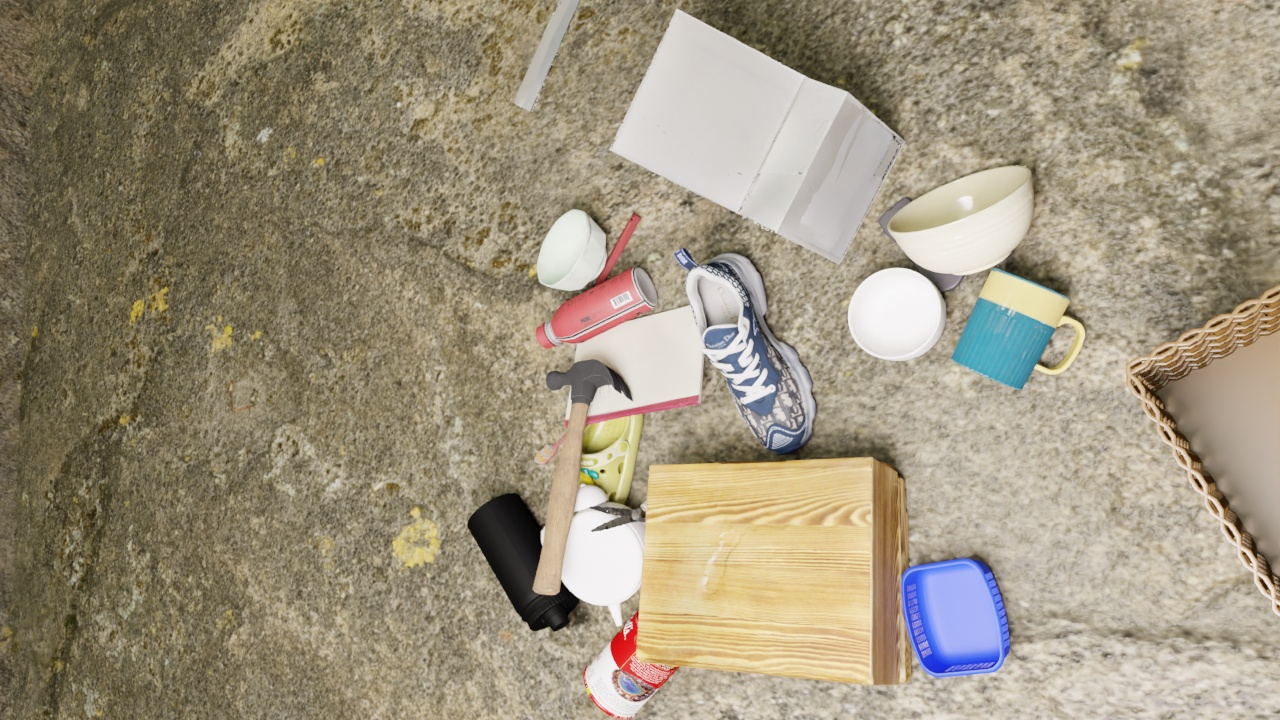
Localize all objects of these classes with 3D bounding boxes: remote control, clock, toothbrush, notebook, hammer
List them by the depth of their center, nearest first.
[{"bbox_3d":[0.324,-0.131,1.052,0.047,0.009,0.124,-42,64,23],"label":"remote control"},{"bbox_3d":[-0.088,0.143,1.168,0.133,0.040,0.304,-10,59,36],"label":"hammer"},{"bbox_3d":[-0.044,0.246,1.191,0.161,0.072,0.125,43,108,12],"label":"clock"},{"bbox_3d":[-0.007,0.007,1.222,0.209,0.012,0.152,-12,56,31],"label":"notebook"},{"bbox_3d":[-0.053,-0.124,1.298,0.016,0.016,0.190,39,106,31],"label":"toothbrush"},{"bbox_3d":[-0.088,0.084,1.300,0.185,0.015,0.015,-46,56,19],"label":"toothbrush"}]

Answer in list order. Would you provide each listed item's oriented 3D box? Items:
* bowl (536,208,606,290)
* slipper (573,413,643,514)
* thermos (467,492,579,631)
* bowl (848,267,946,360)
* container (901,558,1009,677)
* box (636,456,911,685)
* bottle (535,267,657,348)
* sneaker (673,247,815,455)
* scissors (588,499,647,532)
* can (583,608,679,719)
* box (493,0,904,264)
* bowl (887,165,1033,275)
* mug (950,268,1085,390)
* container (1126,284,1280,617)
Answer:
[{"bbox_3d":[-0.087,-0.148,1.288,0.118,0.061,0.117,-30,50,41],"label":"bowl"},{"bbox_3d":[-0.056,0.130,1.235,0.092,0.081,0.190,20,93,31],"label":"slipper"},{"bbox_3d":[-0.157,0.289,1.278,0.086,0.086,0.198,-47,62,20],"label":"thermos"},{"bbox_3d":[0.294,-0.049,1.037,0.105,0.054,0.105,-6,79,34],"label":"bowl"},{"bbox_3d":[0.335,0.269,0.970,0.096,0.058,0.114,-18,75,31],"label":"container"},{"bbox_3d":[0.153,0.230,1.046,0.280,0.167,0.244,-6,74,33],"label":"box"},{"bbox_3d":[-0.066,-0.065,1.263,0.177,0.062,0.062,-25,71,23],"label":"bottle"},{"bbox_3d":[0.117,-0.012,1.101,0.103,0.132,0.269,-27,75,26],"label":"sneaker"},{"bbox_3d":[0.010,0.199,1.147,0.013,0.162,0.154,-23,107,47],"label":"scissors"},{"bbox_3d":[-0.005,0.384,1.165,0.117,0.086,0.086,-51,61,17],"label":"can"},{"bbox_3d":[0.086,-0.255,0.971,0.166,0.478,0.119,-63,31,10],"label":"box"},{"bbox_3d":[0.349,-0.139,0.974,0.151,0.150,0.075,-19,109,31],"label":"bowl"},{"bbox_3d":[0.398,-0.026,0.956,0.113,0.083,0.107,24,99,5],"label":"mug"},{"bbox_3d":[0.579,0.048,0.739,0.252,0.213,0.219,-34,67,26],"label":"container"}]
